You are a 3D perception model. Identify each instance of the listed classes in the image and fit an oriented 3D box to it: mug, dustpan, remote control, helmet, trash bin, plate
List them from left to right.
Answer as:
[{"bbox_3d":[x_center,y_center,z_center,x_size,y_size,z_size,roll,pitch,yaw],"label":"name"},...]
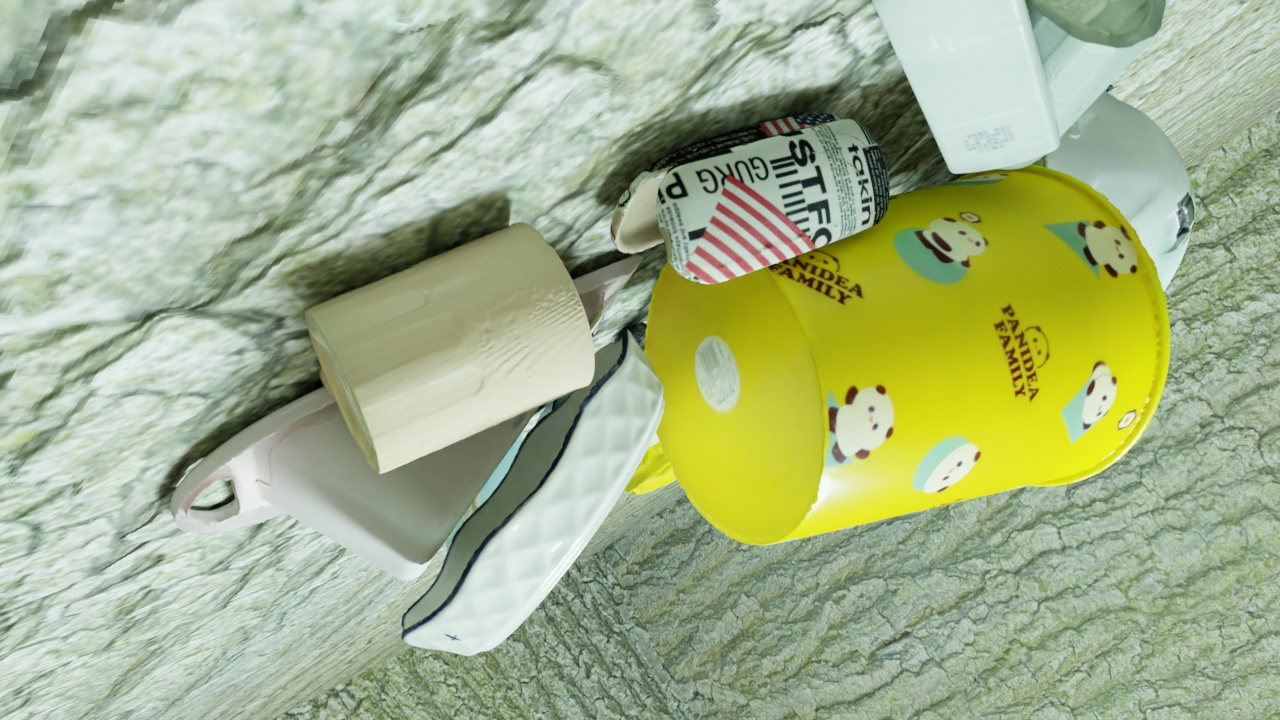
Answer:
[{"bbox_3d":[-0.145,0.027,0.583,0.272,0.139,0.223,-57,-177,-32],"label":"dustpan"},{"bbox_3d":[-0.094,-0.007,0.432,0.103,0.084,0.125,-25,-167,-23],"label":"mug"},{"bbox_3d":[-0.055,0.076,0.509,0.205,0.045,0.204,-51,-173,9],"label":"plate"},{"bbox_3d":[0.156,-0.002,0.594,0.254,0.229,0.230,-12,160,-28],"label":"trash bin"},{"bbox_3d":[0.160,-0.141,0.441,0.058,0.021,0.150,-9,153,29],"label":"remote control"},{"bbox_3d":[0.231,-0.176,0.504,0.123,0.083,0.103,-28,166,-18],"label":"mug"},{"bbox_3d":[0.352,-0.103,0.745,0.257,0.146,0.229,-45,158,-60],"label":"helmet"}]

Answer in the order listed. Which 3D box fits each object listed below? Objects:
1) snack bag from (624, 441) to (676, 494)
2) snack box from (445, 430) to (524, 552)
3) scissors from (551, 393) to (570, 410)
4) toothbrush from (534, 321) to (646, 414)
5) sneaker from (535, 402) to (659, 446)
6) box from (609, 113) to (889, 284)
[{"bbox_3d":[0.037,0.076,0.957,0.158,0.068,0.246,-29,-175,-4],"label":"snack bag"},{"bbox_3d":[-0.135,0.114,0.781,0.051,0.074,0.175,-4,158,-22],"label":"snack box"},{"bbox_3d":[-0.004,0.004,0.655,0.180,0.019,0.171,-37,154,-28],"label":"scissors"},{"bbox_3d":[-0.065,0.021,0.752,0.190,0.014,0.017,-35,152,22],"label":"toothbrush"},{"bbox_3d":[0.026,0.038,0.798,0.241,0.089,0.091,-28,-147,-24],"label":"sneaker"},{"bbox_3d":[0.055,-0.090,0.490,0.162,0.076,0.088,-24,-165,-31],"label":"box"}]
